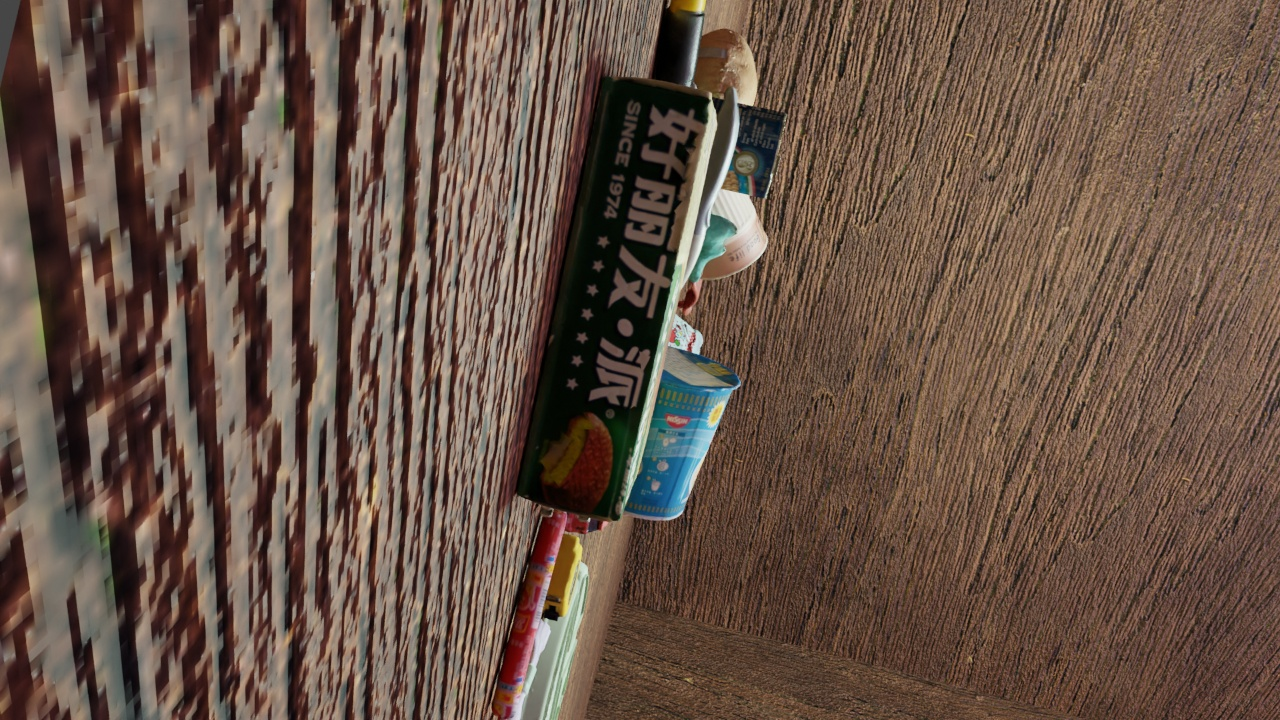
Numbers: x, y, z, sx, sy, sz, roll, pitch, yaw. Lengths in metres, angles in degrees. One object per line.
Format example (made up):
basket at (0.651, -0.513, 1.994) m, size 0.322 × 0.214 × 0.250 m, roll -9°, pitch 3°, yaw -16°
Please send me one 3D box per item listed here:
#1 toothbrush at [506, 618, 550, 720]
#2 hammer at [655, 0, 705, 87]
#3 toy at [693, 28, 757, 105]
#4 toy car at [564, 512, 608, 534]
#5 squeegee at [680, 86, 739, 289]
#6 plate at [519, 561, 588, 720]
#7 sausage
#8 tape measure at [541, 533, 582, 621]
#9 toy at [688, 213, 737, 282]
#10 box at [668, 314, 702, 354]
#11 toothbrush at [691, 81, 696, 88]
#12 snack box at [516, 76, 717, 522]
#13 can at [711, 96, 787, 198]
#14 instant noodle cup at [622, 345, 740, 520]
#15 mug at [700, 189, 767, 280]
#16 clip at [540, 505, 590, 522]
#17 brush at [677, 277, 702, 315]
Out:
toothbrush at (-0.098, 0.260, 0.631) m, size 0.029 × 0.021 × 0.188 m, roll 57°, pitch 31°, yaw -27°
hammer at (0.034, -0.259, 0.678) m, size 0.128 × 0.033 × 0.301 m, roll -70°, pitch 172°, yaw -56°
toy at (0.070, -0.247, 0.986) m, size 0.226 × 0.082 × 0.143 m, roll 104°, pitch 6°, yaw -60°
toy car at (-0.042, 0.113, 0.772) m, size 0.120 × 0.045 × 0.053 m, roll -66°, pitch 170°, yaw -84°
squeegee at (0.034, -0.101, 0.750) m, size 0.246 × 0.039 × 0.247 m, roll -67°, pitch -177°, yaw -69°
plate at (-0.088, 0.307, 0.907) m, size 0.230 × 0.027 × 0.230 m, roll 16°, pitch 87°, yaw -87°
sausage at (-0.076, 0.170, 0.626) m, size 0.020 × 0.020 × 0.155 m, roll 92°, pitch 11°, yaw -73°
tape measure at (-0.065, 0.170, 0.716) m, size 0.057 × 0.029 × 0.059 m, roll 98°, pitch 6°, yaw -51°
toy at (0.041, -0.117, 0.844) m, size 0.030 × 0.092 × 0.097 m, roll -71°, pitch 177°, yaw -50°
box at (0.025, 0.010, 1.068) m, size 0.200 × 0.090 × 0.068 m, roll -72°, pitch -178°, yaw -51°
toothbrush at (0.033, -0.196, 0.935) m, size 0.225 × 0.027 × 0.026 m, roll 97°, pitch -4°, yaw -61°
snack box at (-0.010, -0.037, 0.544) m, size 0.114 × 0.063 × 0.240 m, roll -57°, pitch 161°, yaw -79°
can at (0.066, -0.188, 0.795) m, size 0.075 × 0.111 × 0.075 m, roll 17°, pitch 87°, yaw -87°
instant noodle cup at (0.010, 0.052, 0.668) m, size 0.099 × 0.099 × 0.110 m, roll -65°, pitch 170°, yaw -74°
mug at (0.073, -0.155, 0.899) m, size 0.106 × 0.082 × 0.114 m, roll 59°, pitch 45°, yaw -32°
clip at (-0.045, 0.067, 0.639) m, size 0.064 × 0.034 × 0.098 m, roll 99°, pitch 1°, yaw -45°
brush at (0.031, -0.079, 1.005) m, size 0.146 × 0.069 × 0.063 m, roll 87°, pitch 18°, yaw -79°
